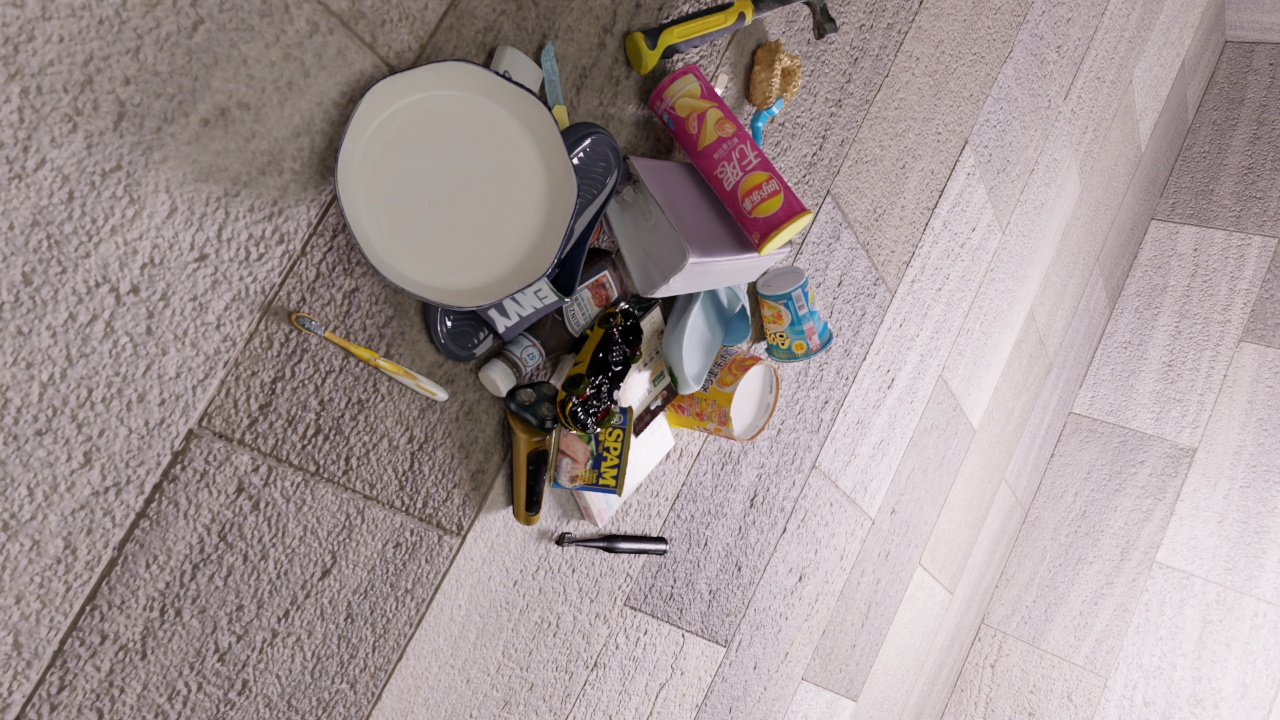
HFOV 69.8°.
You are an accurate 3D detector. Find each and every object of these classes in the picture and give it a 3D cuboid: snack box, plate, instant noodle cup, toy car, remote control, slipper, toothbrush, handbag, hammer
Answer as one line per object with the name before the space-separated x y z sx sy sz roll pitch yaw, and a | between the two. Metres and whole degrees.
snack box | -0.021 0.122 1.129 0.156 0.027 0.085 -45 135 -28
plate | -0.155 -0.147 0.781 0.204 0.046 0.205 0 89 -24
instant noodle cup | 0.208 -0.068 1.276 0.099 0.099 0.110 -42 127 -31
instant noodle cup | 0.105 0.039 1.178 0.137 0.110 0.138 -23 122 -42
toy car | -0.041 0.008 0.974 0.071 0.041 0.155 55 50 -41
snack box | -0.006 0.006 1.077 0.113 0.053 0.126 -45 135 -29
remote control | -0.136 -0.214 0.855 0.058 0.021 0.150 21 90 -60
slipper | -0.099 -0.105 0.868 0.268 0.083 0.110 -52 139 -1
toothbrush | -0.034 0.231 1.161 0.212 0.026 0.027 18 104 -51
slipper | 0.091 -0.053 1.109 0.244 0.074 0.104 -62 139 -46
handbag | 0.057 -0.152 1.030 0.196 0.099 0.145 -12 73 -48
hammer | 0.106 -0.395 1.044 0.322 0.032 0.126 -31 108 -33
toothbrush | -0.237 0.001 0.829 0.191 0.018 0.016 38 77 -50

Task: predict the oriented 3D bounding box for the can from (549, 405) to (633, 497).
can | -0.056 0.097 1.024 0.083 0.057 0.102 7 103 -6

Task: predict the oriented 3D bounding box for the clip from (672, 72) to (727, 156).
clip | 0.065 -0.284 1.054 0.034 0.071 0.100 -7 116 -47

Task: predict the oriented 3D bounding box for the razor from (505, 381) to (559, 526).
razor | -0.117 0.104 0.984 0.062 0.068 0.168 -15 123 -37

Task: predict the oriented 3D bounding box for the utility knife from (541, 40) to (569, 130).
utility knife | -0.076 -0.214 0.929 0.030 0.022 0.211 -37 137 -36

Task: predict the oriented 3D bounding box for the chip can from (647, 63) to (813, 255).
chip can | 0.095 -0.217 0.989 0.071 0.210 0.071 -35 172 -6

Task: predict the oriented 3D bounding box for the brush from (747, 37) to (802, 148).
brush | 0.146 -0.275 1.140 0.083 0.046 0.254 23 82 -53

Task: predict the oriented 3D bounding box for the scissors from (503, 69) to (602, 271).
scissors | -0.088 -0.189 0.897 0.141 0.022 0.235 -23 133 -33

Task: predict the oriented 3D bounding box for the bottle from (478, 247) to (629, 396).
bottle | -0.091 -0.038 0.967 0.194 0.044 0.080 -46 134 -27
